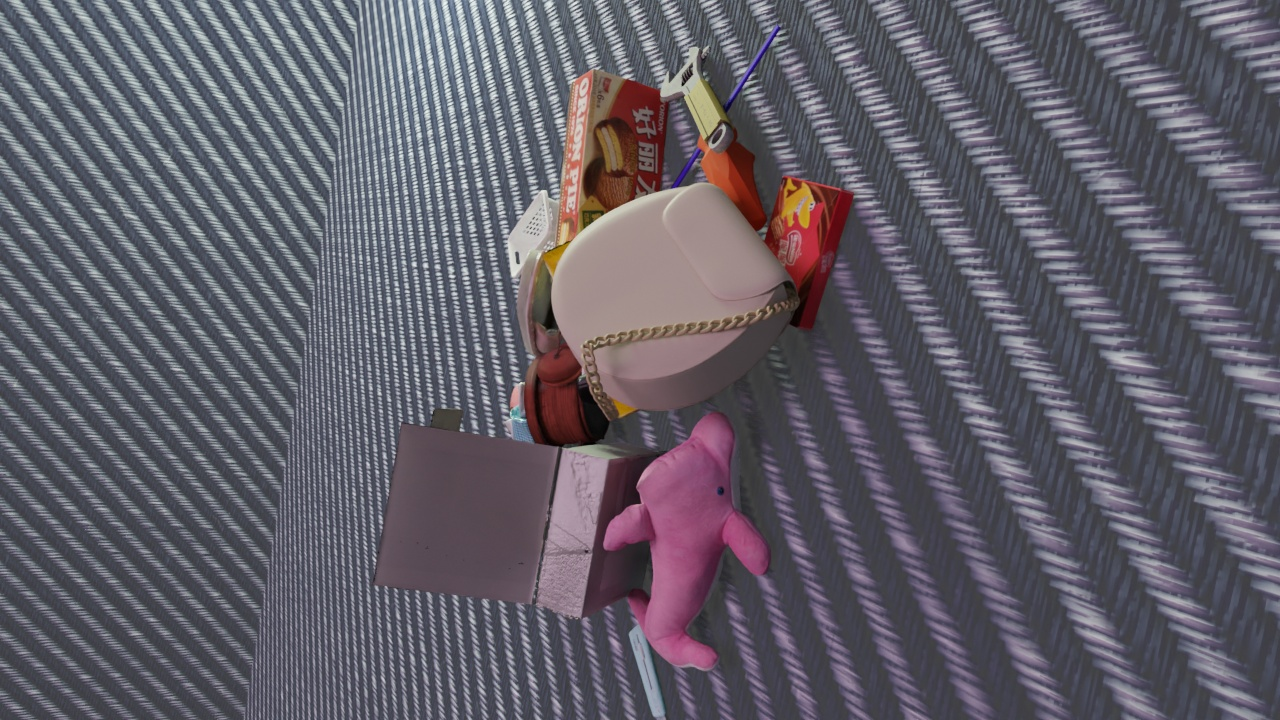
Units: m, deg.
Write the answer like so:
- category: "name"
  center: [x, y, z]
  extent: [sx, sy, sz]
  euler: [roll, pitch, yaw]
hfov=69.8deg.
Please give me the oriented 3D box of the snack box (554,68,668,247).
- category: "snack box"
  center: [-0.035, -0.223, 1.127]
  extent: [0.060, 0.113, 0.236]
  euler: [-2, 81, 58]

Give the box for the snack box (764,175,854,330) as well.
- category: "snack box"
  center: [0.151, -0.104, 0.880]
  extent: [0.089, 0.021, 0.133]
  euler: [33, 112, 56]

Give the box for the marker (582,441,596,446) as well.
- category: "marker"
  center: [-0.042, 0.134, 1.135]
  extent: [0.126, 0.025, 0.025]
  euler: [42, 118, 54]

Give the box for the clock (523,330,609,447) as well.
- category: "clock"
  center: [-0.088, 0.035, 1.122]
  extent: [0.072, 0.120, 0.158]
  euler: [-4, 102, 18]

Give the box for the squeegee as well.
- category: "squeegee"
  center: [0.093, -0.204, 0.965]
  extent: [0.250, 0.055, 0.184]
  euler: [-54, 40, 37]

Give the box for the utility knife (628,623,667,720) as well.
- category: "utility knife"
  center: [0.012, 0.351, 1.003]
  extent: [0.022, 0.015, 0.128]
  euler: [-30, 53, 14]

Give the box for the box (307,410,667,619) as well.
- category: "box"
  center: [-0.128, 0.161, 0.936]
  extent: [0.150, 0.368, 0.167]
  euler: [13, 93, 62]

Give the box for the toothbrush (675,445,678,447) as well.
- category: "toothbrush"
  center: [0.035, 0.160, 1.008]
  extent: [0.021, 0.017, 0.135]
  euler: [47, -136, -77]

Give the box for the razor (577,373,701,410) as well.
- category: "razor"
  center: [0.003, 0.023, 0.986]
  extent: [0.063, 0.141, 0.053]
  euler: [-73, -22, -58]

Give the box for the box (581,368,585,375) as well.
- category: "box"
  center: [-0.016, 0.006, 1.092]
  extent: [0.124, 0.136, 0.108]
  euler: [-1, 79, 17]

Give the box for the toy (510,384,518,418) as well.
- category: "toy"
  center: [-0.150, 0.061, 1.303]
  extent: [0.110, 0.051, 0.090]
  euler: [-49, 45, 41]

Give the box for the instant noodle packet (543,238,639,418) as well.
- category: "instant noodle packet"
  center: [0.010, -0.051, 0.969]
  extent: [0.084, 0.163, 0.221]
  euler: [68, 177, -51]

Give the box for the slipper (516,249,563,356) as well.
- category: "slipper"
  center: [-0.119, -0.070, 1.200]
  extent: [0.274, 0.054, 0.114]
  euler: [91, -170, -79]

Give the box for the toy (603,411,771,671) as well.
- category: "toy"
  center: [0.029, 0.177, 0.912]
  extent: [0.187, 0.127, 0.266]
  euler: [28, 112, 54]

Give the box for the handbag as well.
- category: "handbag"
  center: [0.023, -0.065, 0.866]
  extent: [0.208, 0.103, 0.210]
  euler: [-30, 55, -1]

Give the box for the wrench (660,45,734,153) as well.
- category: "wrench"
  center: [0.064, -0.286, 1.012]
  extent: [0.084, 0.018, 0.272]
  euler: [-50, 27, 25]

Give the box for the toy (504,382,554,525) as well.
- category: "toy"
  center: [-0.148, 0.111, 1.233]
  extent: [0.105, 0.131, 0.206]
  euler: [-73, -10, -67]

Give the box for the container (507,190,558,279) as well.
- category: "container"
  center: [-0.146, -0.181, 1.358]
  extent: [0.130, 0.049, 0.080]
  euler: [-44, 47, 46]
